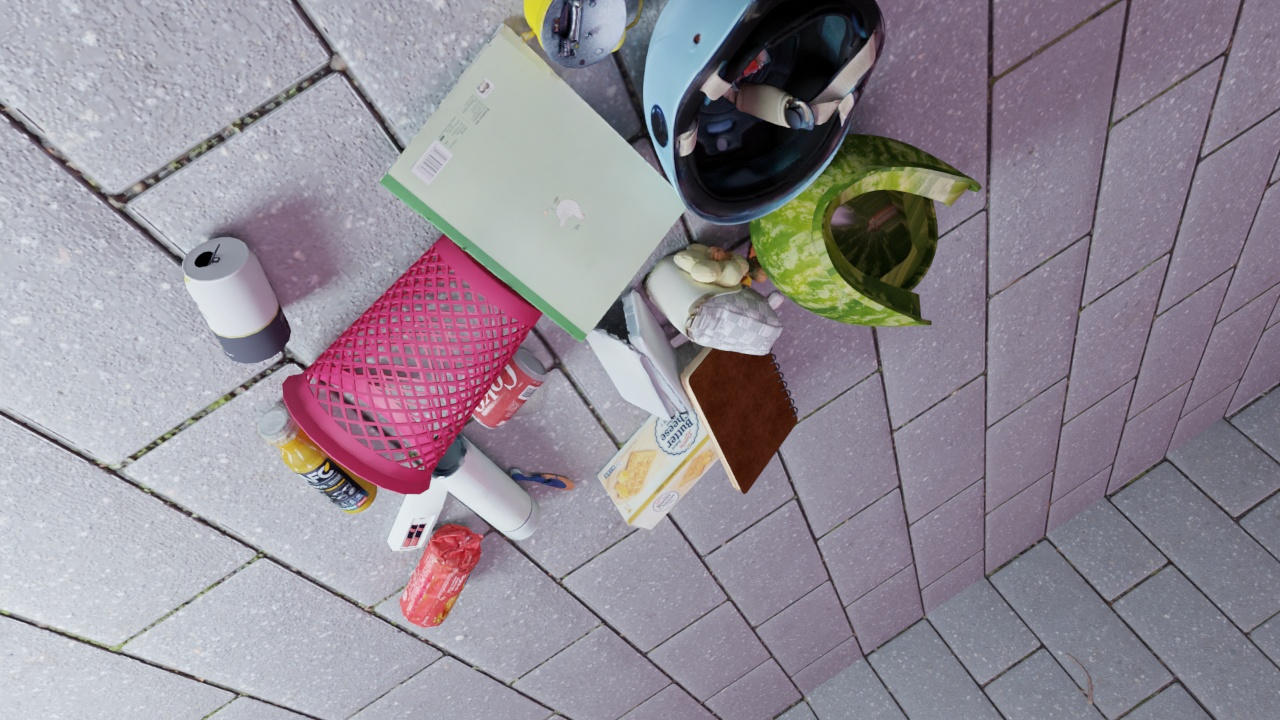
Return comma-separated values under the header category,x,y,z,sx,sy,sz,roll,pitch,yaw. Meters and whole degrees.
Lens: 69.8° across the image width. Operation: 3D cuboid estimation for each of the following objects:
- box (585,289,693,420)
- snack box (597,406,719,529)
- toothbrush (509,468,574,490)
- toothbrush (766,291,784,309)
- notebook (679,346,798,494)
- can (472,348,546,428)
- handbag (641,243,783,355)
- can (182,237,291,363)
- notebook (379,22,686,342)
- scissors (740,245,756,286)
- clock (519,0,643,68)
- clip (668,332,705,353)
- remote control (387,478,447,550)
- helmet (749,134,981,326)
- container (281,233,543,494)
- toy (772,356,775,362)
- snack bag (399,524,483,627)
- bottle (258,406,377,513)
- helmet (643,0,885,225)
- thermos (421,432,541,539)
category,x,y,z,sx,sy,sz,roll,pitch,yaw
box,-0.013,0.012,1.185,0.110,0.107,0.216,-22,145,10
snack box,0.038,0.142,1.351,0.057,0.104,0.208,18,120,-49
toothbrush,-0.141,0.173,1.327,0.022,0.017,0.135,-43,145,19
toothbrush,0.139,-0.029,1.312,0.018,0.015,0.181,24,115,-42
notebook,0.145,0.053,1.283,0.167,0.024,0.225,-49,129,-29
can,-0.162,0.035,1.120,0.097,0.054,0.054,-47,142,16
handbag,0.104,-0.079,1.142,0.171,0.112,0.123,14,112,-40
can,-0.372,-0.057,0.845,0.064,0.064,0.127,-22,142,-16
notebook,-0.090,-0.158,0.869,0.252,0.010,0.182,39,87,-29
scissors,0.154,-0.124,1.217,0.128,0.011,0.125,-22,143,-18
clock,-0.047,-0.309,0.814,0.118,0.057,0.083,-14,139,-25
clip,0.078,-0.036,1.232,0.101,0.038,0.054,-38,152,-23
remote control,-0.297,0.208,1.236,0.049,0.024,0.144,0,132,-38
helmet,0.247,-0.152,1.070,0.243,0.247,0.213,15,99,-2
container,-0.220,-0.008,0.944,0.226,0.183,0.183,-49,142,7
toy,0.158,0.013,1.346,0.076,0.037,0.125,-50,154,7
snack bag,-0.289,0.311,1.317,0.082,0.082,0.177,3,129,-40
bottle,-0.368,0.115,1.052,0.053,0.053,0.186,-31,144,-5
helmet,0.104,-0.267,0.885,0.225,0.166,0.266,-13,137,-23
thermos,-0.207,0.172,1.231,0.068,0.068,0.230,-34,144,0
